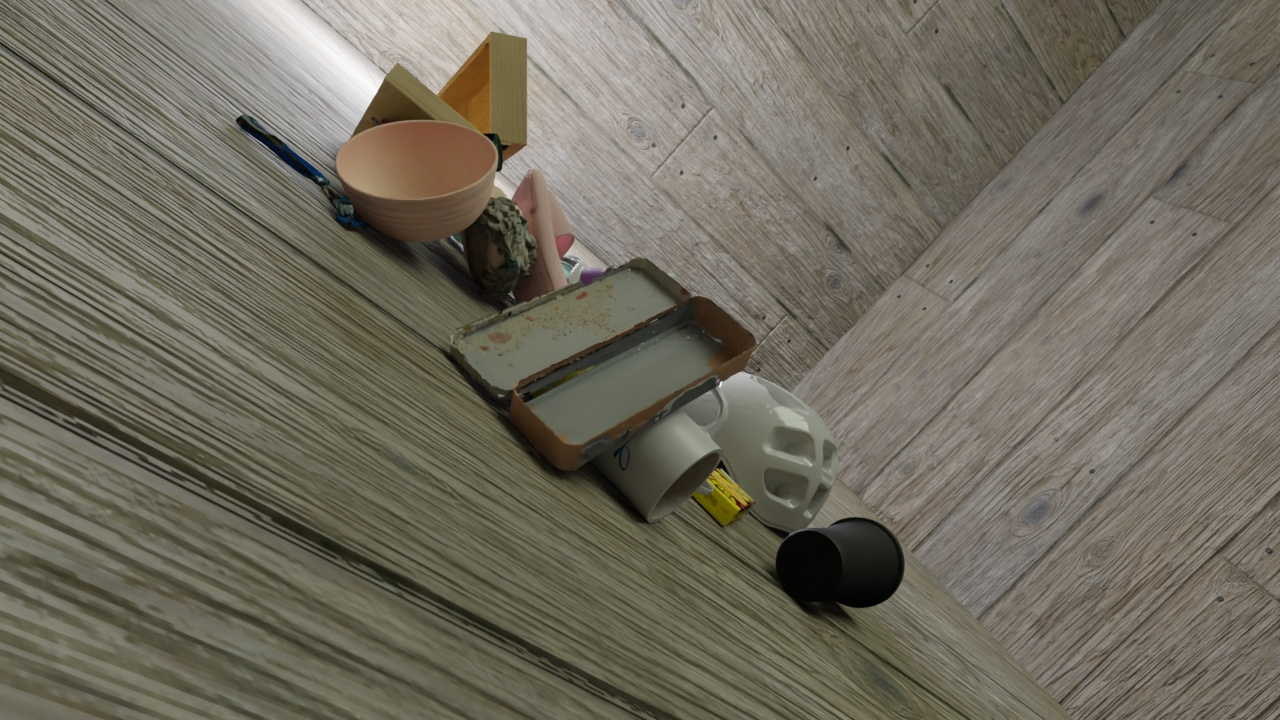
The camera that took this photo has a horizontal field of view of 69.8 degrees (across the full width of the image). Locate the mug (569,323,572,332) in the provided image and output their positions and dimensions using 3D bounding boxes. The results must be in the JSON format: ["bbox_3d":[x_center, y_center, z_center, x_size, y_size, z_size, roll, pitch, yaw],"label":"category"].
[{"bbox_3d":[-0.037,-0.038,1.253,0.111,0.081,0.085,44,6,9],"label":"mug"}]

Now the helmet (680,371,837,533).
[{"bbox_3d":[0.140,0.113,1.277,0.283,0.183,0.224,21,-14,39],"label":"helmet"}]

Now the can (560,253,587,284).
[{"bbox_3d":[-0.111,-0.105,1.261,0.080,0.080,0.146,42,6,-6],"label":"can"}]

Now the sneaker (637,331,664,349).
[{"bbox_3d":[-0.006,0.006,1.067,0.091,0.097,0.245,46,6,28],"label":"sneaker"}]

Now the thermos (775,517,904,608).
[{"bbox_3d":[0.218,0.224,1.012,0.106,0.106,0.218,46,12,27],"label":"thermos"}]

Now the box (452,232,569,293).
[{"bbox_3d":[-0.158,-0.152,1.148,0.189,0.079,0.078,43,-31,12],"label":"box"}]

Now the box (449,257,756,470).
[{"bbox_3d":[-0.027,-0.011,0.732,0.215,0.043,0.151,-28,64,-38],"label":"box"}]

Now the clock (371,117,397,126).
[{"bbox_3d":[-0.267,-0.210,1.067,0.110,0.061,0.157,31,-12,8],"label":"clock"}]

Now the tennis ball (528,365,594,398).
[{"bbox_3d":[-0.069,0.009,0.788,0.065,0.065,0.065,42,6,-6],"label":"tennis ball"}]

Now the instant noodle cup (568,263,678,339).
[{"bbox_3d":[-0.016,-0.067,1.139,0.137,0.122,0.121,72,17,-63],"label":"instant noodle cup"}]

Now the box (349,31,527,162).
[{"bbox_3d":[-0.236,-0.281,1.109,0.249,0.184,0.142,-7,-76,64],"label":"box"}]

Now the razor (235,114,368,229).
[{"bbox_3d":[-0.294,-0.166,0.795,0.141,0.018,0.044,42,6,-2],"label":"razor"}]

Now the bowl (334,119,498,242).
[{"bbox_3d":[-0.210,-0.162,0.878,0.153,0.152,0.076,47,-34,38],"label":"bowl"}]

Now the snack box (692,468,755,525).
[{"bbox_3d":[0.091,0.150,1.022,0.061,0.026,0.149,43,6,14],"label":"snack box"}]

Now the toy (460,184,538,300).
[{"bbox_3d":[-0.162,-0.144,1.002,0.176,0.076,0.133,-126,-149,-43],"label":"toy"}]

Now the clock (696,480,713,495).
[{"bbox_3d":[0.018,0.074,0.921,0.159,0.061,0.120,44,6,27],"label":"clock"}]

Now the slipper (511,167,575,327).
[{"bbox_3d":[-0.114,-0.118,1.045,0.055,0.107,0.221,6,57,-33],"label":"slipper"}]

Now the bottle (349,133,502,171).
[{"bbox_3d":[-0.226,-0.212,0.959,0.056,0.161,0.056,2,84,-88],"label":"bottle"}]

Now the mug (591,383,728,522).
[{"bbox_3d":[0.018,0.057,0.755,0.096,0.119,0.083,45,-9,20],"label":"mug"}]
